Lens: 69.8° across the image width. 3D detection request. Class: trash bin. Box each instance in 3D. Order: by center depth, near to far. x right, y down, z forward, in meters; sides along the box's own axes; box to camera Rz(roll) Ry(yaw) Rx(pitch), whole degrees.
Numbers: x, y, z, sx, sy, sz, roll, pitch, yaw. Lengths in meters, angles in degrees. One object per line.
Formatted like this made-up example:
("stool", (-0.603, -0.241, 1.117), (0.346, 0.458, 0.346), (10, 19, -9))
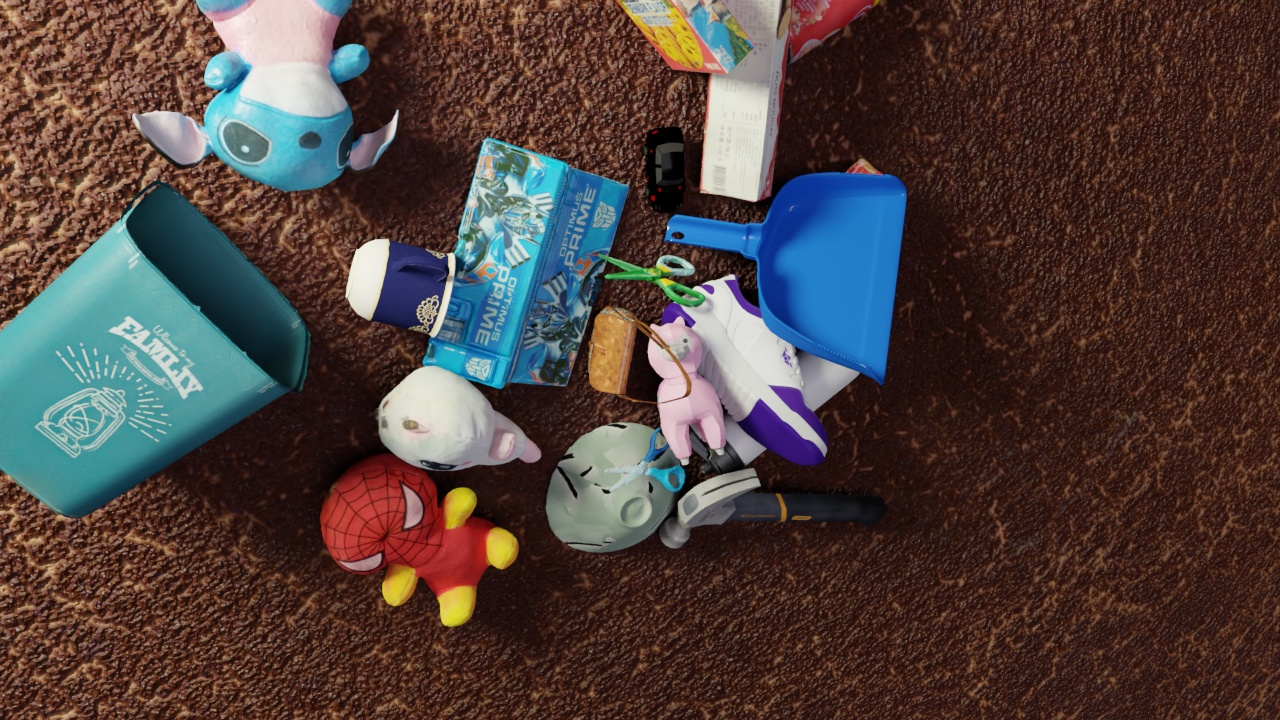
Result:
("trash bin", (-0.440, -0.003, 0.793), (0.218, 0.199, 0.196), (-37, 117, 1))

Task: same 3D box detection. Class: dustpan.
("dustpan", (0.155, -0.114, 1.009), (0.258, 0.059, 0.245), (10, 69, 9))

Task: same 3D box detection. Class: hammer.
("hammer", (0.186, 0.191, 1.164), (0.312, 0.035, 0.140), (7, 137, -31))

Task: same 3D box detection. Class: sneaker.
("sneaker", (0.141, 0.004, 1.045), (0.111, 0.092, 0.244), (-42, 91, -21))

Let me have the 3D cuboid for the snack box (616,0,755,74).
("snack box", (0.025, -0.342, 0.875), (0.040, 0.142, 0.145), (-46, 117, 0))

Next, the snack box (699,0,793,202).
("snack box", (0.111, -0.305, 0.943), (0.044, 0.077, 0.273), (-28, 127, -50))

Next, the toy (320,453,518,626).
("toy", (-0.243, 0.185, 0.980), (0.216, 0.099, 0.147), (41, 80, -29))

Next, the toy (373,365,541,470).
("toy", (-0.185, 0.070, 0.947), (0.179, 0.139, 0.101), (25, 80, -36))

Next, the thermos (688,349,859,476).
("thermos", (0.151, 0.045, 1.107), (0.230, 0.068, 0.101), (-39, 104, -4))

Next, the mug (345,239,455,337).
("mug", (-0.232, -0.078, 0.888), (0.089, 0.112, 0.085), (13, 67, -22))

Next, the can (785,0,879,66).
("can", (0.187, -0.374, 0.971), (0.124, 0.067, 0.067), (-36, 117, -6))

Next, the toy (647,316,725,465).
("toy", (0.047, 0.031, 1.013), (0.067, 0.123, 0.157), (-15, 96, -1))

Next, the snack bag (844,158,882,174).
("snack bag", (0.231, -0.158, 1.084), (0.087, 0.044, 0.155), (42, 96, -15))

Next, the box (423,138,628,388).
("box", (-0.113, -0.089, 0.958), (0.175, 0.060, 0.244), (12, 104, -25))

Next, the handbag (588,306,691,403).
("handbag", (-0.006, 0.006, 0.955), (0.043, 0.196, 0.093), (3, 104, -29))

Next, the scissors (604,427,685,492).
("scissors", (-0.001, 0.114, 1.051), (0.134, 0.016, 0.083), (0, 76, -44))

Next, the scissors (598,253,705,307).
("scissors", (0.012, -0.099, 1.002), (0.131, 0.108, 0.012), (22, 126, -6))

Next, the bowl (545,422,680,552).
("bowl", (-0.019, 0.165, 1.078), (0.174, 0.068, 0.174), (-7, 110, -21))

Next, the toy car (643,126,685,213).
("toy car", (0.029, -0.203, 0.985), (0.042, 0.036, 0.092), (-10, 111, -18))

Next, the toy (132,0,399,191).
("toy", (-0.324, -0.243, 0.798), (0.223, 0.099, 0.191), (-10, 106, -33))
